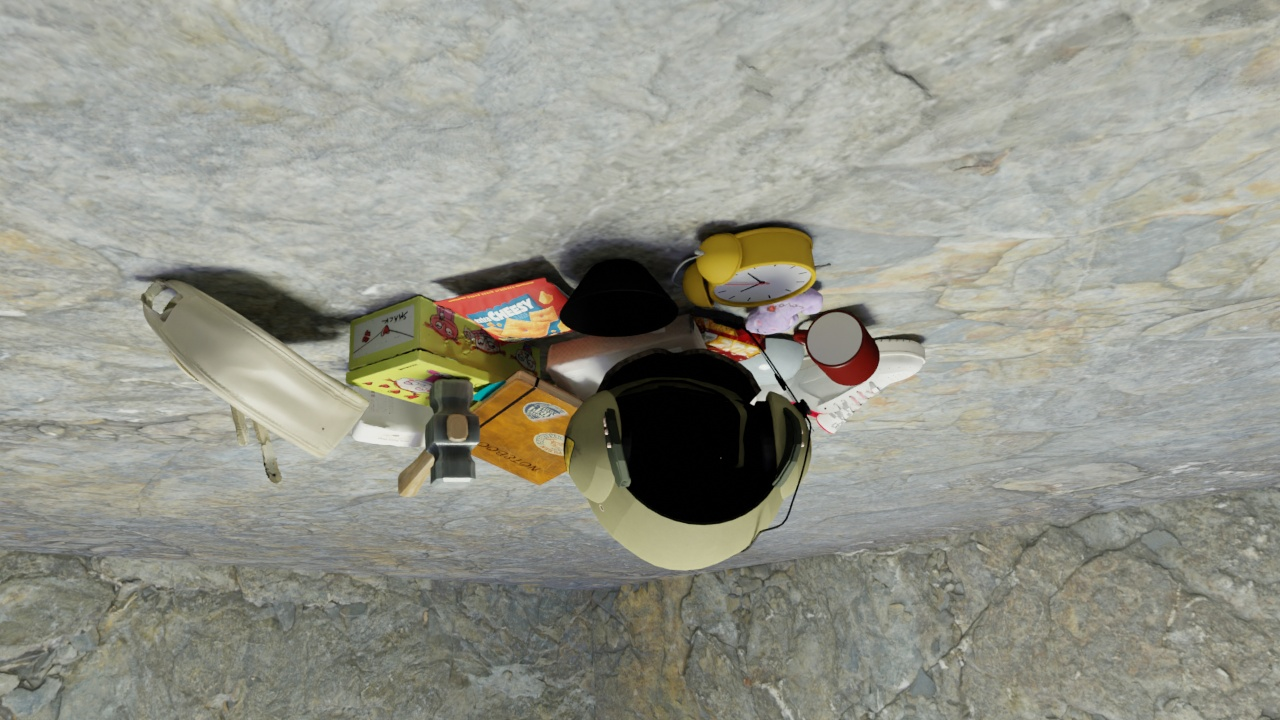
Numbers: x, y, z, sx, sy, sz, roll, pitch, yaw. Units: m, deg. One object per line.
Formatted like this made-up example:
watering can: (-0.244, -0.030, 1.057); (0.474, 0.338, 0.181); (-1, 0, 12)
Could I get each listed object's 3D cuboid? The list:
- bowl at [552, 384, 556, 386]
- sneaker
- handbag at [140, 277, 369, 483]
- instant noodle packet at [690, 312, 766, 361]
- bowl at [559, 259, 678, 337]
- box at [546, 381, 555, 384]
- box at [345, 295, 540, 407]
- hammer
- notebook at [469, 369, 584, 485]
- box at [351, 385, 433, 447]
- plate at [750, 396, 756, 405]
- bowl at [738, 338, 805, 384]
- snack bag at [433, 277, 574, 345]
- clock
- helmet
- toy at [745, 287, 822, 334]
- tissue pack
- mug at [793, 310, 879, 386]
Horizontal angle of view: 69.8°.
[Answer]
bowl: (-0.115, 0.082, 1.212); (0.116, 0.065, 0.116); (9, 141, 7)
sneaker: (0.272, 0.044, 1.247); (0.237, 0.104, 0.090); (-12, 158, 22)
handbag: (-0.429, 0.025, 1.000); (0.184, 0.131, 0.229); (34, 167, 18)
instant noodle packet: (0.081, -0.023, 1.130); (0.135, 0.039, 0.099); (15, 152, -41)
bowl: (-0.023, -0.072, 0.961); (0.124, 0.052, 0.124); (-3, 160, -1)
box: (-0.077, 0.068, 1.304); (0.206, 0.050, 0.117); (2, 161, 16)
box: (-0.228, 0.005, 1.105); (0.125, 0.082, 0.221); (-14, 156, 27)
hammer: (-0.264, 0.124, 1.148); (0.051, 0.117, 0.324); (3, 161, -23)
notebook: (-0.138, 0.085, 1.136); (0.178, 0.014, 0.250); (29, 145, -23)
box: (-0.340, 0.074, 1.236); (0.110, 0.102, 0.130); (10, 147, -29)
plate: (0.182, 0.073, 1.423); (0.189, 0.027, 0.189); (-3, 160, -1)
bowl: (0.164, 0.006, 1.209); (0.106, 0.039, 0.106); (1, 163, 0)
snack bag: (-0.132, -0.054, 1.014); (0.131, 0.039, 0.144); (-10, 159, 19)
clock: (0.108, -0.091, 0.933); (0.152, 0.052, 0.114); (-2, 160, -13)
helmet: (0.043, 0.085, 0.957); (0.250, 0.255, 0.233); (0, 155, -8)
toy: (0.165, -0.056, 1.056); (0.080, 0.036, 0.100); (-1, 158, -6)
tissue pack: (-0.012, -0.004, 1.077); (0.182, 0.071, 0.104); (-11, 132, 19)
mug: (0.236, -0.019, 1.136); (0.106, 0.073, 0.082); (20, 173, 31)
